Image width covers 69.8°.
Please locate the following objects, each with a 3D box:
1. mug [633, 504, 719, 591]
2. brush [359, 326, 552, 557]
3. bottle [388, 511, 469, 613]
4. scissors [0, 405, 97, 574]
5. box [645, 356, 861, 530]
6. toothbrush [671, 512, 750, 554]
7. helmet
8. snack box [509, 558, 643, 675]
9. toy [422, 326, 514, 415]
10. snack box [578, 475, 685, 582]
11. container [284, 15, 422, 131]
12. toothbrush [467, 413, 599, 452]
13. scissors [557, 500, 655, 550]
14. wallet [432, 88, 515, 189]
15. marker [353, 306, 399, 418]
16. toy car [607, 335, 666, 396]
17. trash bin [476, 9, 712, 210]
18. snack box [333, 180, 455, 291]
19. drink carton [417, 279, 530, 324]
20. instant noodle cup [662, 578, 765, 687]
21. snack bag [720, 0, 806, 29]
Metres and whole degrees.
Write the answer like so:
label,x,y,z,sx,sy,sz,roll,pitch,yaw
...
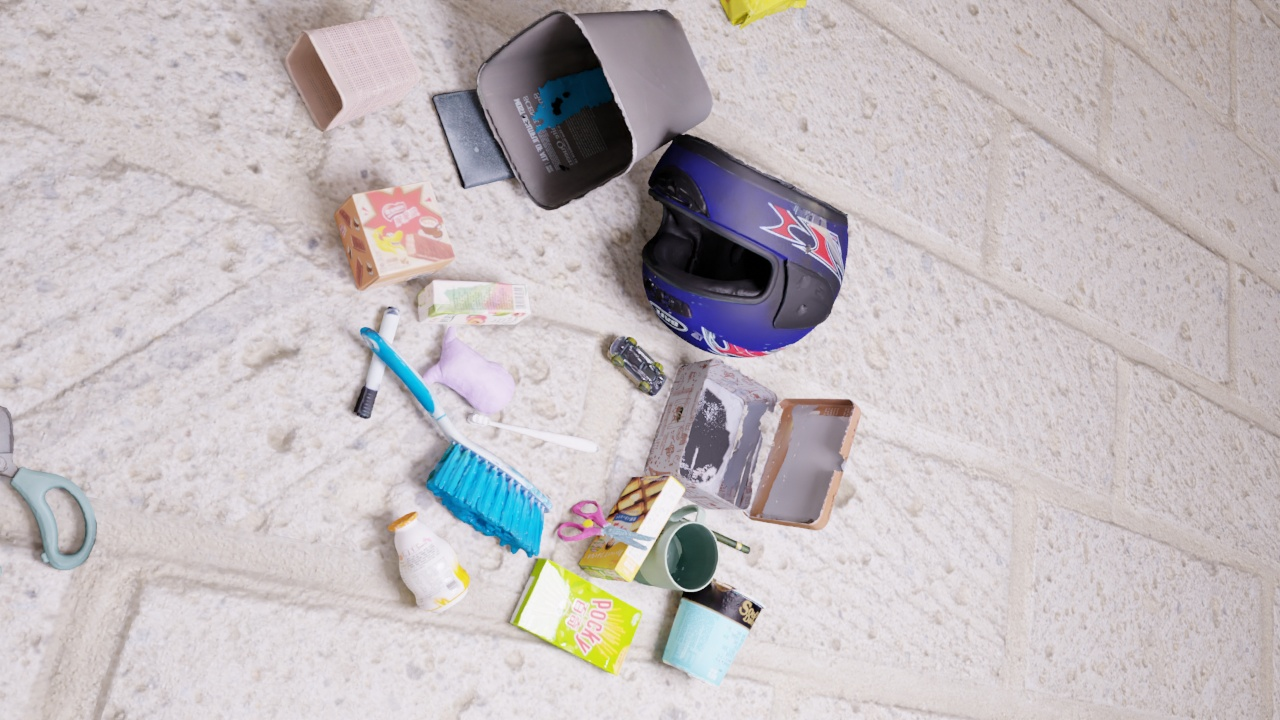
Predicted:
label,x,y,z,sx,sy,sz,roll,pitch,yaw
mug,0.041,0.232,1.154,0.082,0.107,0.111,37,65,-22
brush,-0.216,0.098,1.038,0.314,0.061,0.109,42,57,-24
bottle,-0.234,0.219,1.005,0.063,0.063,0.108,-33,101,-32
scissors,-0.562,0.122,0.838,0.161,0.019,0.179,5,78,-31
box,0.136,0.101,1.192,0.157,0.218,0.180,36,66,-36
toothbrush,0.076,0.229,1.235,0.185,0.012,0.017,28,74,-26
helmet,0.116,-0.127,1.171,0.315,0.247,0.240,13,107,-48
snack box,-0.075,0.312,1.115,0.156,0.026,0.085,35,66,-24
toy,-0.197,0.022,1.075,0.108,0.039,0.083,35,68,-20
snack box,-0.010,0.206,1.137,0.033,0.087,0.140,43,63,-22
container,-0.318,-0.325,1.026,0.110,0.090,0.090,-32,100,-35
toothbrush,-0.126,0.090,1.124,0.180,0.016,0.016,17,75,-30
scissors,-0.034,0.198,1.105,0.071,0.137,0.017,-56,138,-39
wallet,-0.196,-0.279,1.139,0.097,0.019,0.121,-21,92,-33
marker,-0.295,0.001,1.028,0.022,0.018,0.130,34,63,-56
toy car,-0.007,0.007,1.203,0.090,0.035,0.042,45,60,-18
trash bin,-0.045,-0.324,1.137,0.219,0.199,0.199,-36,104,-46
snack box,-0.276,-0.139,1.028,0.092,0.077,0.094,-19,92,-33
drink carton,-0.196,-0.069,1.083,0.122,0.054,0.045,0,78,-33
instant noodle cup,0.085,0.345,1.172,0.111,0.111,0.120,34,73,-24
snack bag,0.150,-0.629,1.388,0.157,0.068,0.246,-34,101,-31
